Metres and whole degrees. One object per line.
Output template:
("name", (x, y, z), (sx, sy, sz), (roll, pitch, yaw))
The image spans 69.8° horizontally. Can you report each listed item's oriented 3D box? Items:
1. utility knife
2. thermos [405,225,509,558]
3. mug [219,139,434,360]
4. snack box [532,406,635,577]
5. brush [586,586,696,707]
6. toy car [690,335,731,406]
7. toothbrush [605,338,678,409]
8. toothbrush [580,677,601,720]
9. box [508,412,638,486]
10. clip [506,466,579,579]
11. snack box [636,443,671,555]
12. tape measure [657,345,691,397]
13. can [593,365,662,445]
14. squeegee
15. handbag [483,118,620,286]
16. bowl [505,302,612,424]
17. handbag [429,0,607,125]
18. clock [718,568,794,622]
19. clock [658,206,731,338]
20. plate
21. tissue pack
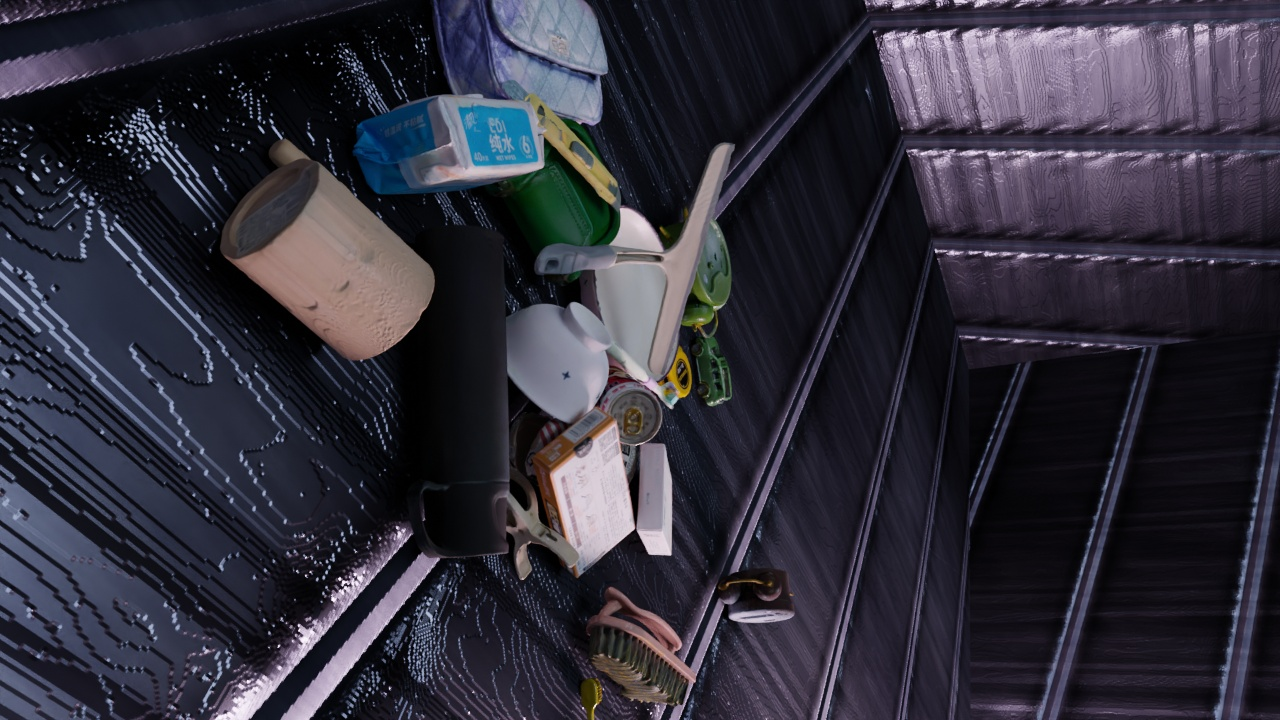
("utility knife", (-0.066, -0.189, 0.808), (0.177, 0.019, 0.030), (35, 53, -43))
("thermos", (-0.136, 0.022, 0.680), (0.090, 0.068, 0.242), (20, 65, -65))
("mug", (-0.199, -0.076, 0.591), (0.103, 0.084, 0.124), (50, 16, -44))
("snack box", (-0.046, 0.117, 0.792), (0.075, 0.026, 0.154), (-37, 141, -27))
("brush", (-0.004, 0.273, 0.875), (0.145, 0.063, 0.072), (52, 43, -41))
("toy car", (0.091, 0.012, 1.169), (0.043, 0.036, 0.091), (-14, 91, -62))
("toothbrush", (-0.005, 0.005, 0.902), (0.189, 0.020, 0.029), (41, 46, -57))
("toothbrush", (-0.040, 0.383, 0.822), (0.016, 0.016, 0.190), (21, 63, -67))
("box", (-0.050, 0.093, 0.822), (0.163, 0.077, 0.074), (33, 63, -58))
("clip", (-0.099, 0.134, 0.760), (0.097, 0.060, 0.034), (61, 31, -14))
("snack box", (0.016, 0.143, 0.926), (0.157, 0.027, 0.084), (79, 12, -70))
("tape measure", (0.036, 0.016, 1.064), (0.059, 0.029, 0.057), (-51, 125, -56))
("can", (-0.019, 0.039, 0.846), (0.133, 0.053, 0.053), (-147, -138, -75))
("squeegee", (-0.024, -0.092, 0.839), (0.246, 0.039, 0.247), (-10, 122, -55))
("handbag", (-0.079, -0.147, 0.845), (0.131, 0.068, 0.119), (60, 35, -35))
("bowl", (-0.063, -0.010, 0.782), (0.118, 0.065, 0.118), (43, 18, -18))
("handbag", (-0.101, -0.284, 0.836), (0.193, 0.076, 0.134), (-15, 95, -64))
("clock", (0.144, 0.289, 1.136), (0.122, 0.082, 0.055), (41, 43, -53))
("clock", (0.070, -0.105, 1.138), (0.115, 0.056, 0.161), (-46, 123, -57))
("plate", (-0.016, -0.067, 0.977), (0.192, 0.039, 0.192), (29, 57, -57))
("tissue pack", (-0.143, -0.166, 0.703), (0.139, 0.090, 0.063), (-26, 106, -61))
